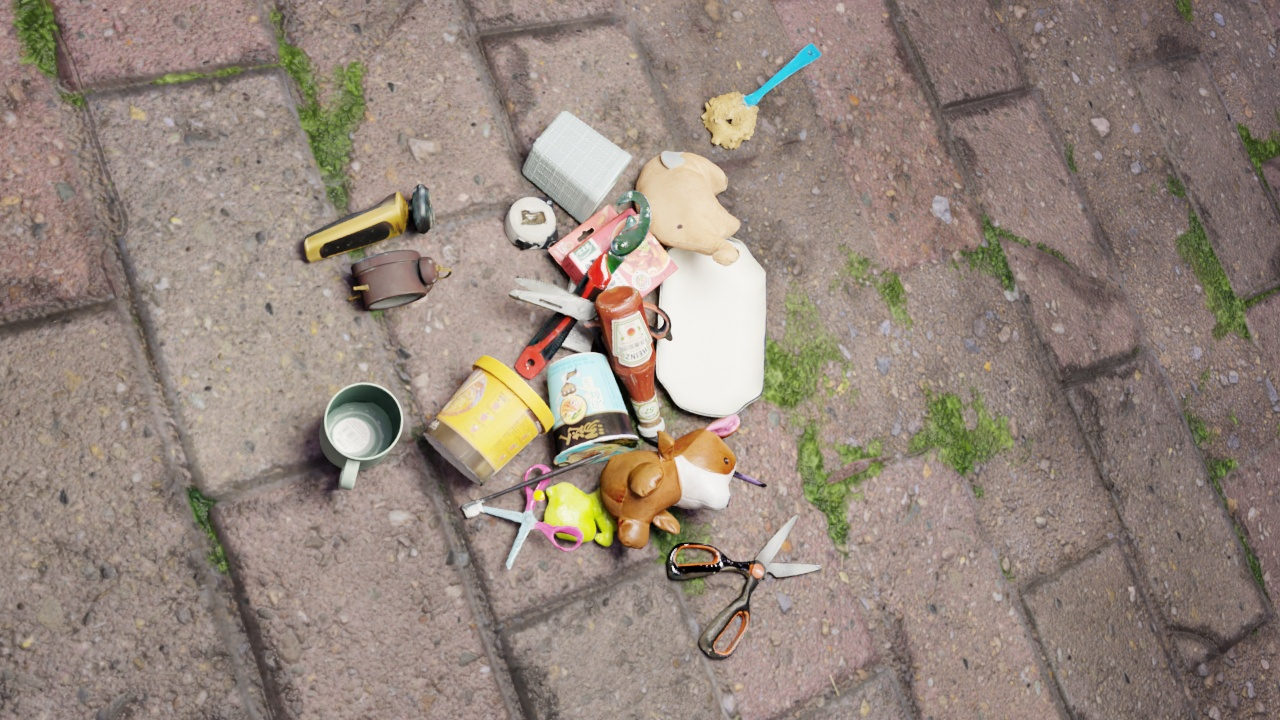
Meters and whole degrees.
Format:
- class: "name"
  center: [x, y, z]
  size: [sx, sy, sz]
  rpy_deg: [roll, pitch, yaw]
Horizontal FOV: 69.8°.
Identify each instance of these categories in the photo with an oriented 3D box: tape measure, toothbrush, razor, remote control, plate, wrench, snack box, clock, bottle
- class: "tape measure"
  center: [-0.144, -0.179, 1.202]
  size: [0.066, 0.034, 0.065]
  rpy_deg: [-8, 77, -24]
- class: "toothbrush"
  center: [-0.127, 0.147, 1.098]
  size: [0.181, 0.016, 0.018]
  rpy_deg: [-22, 76, -5]
- class: "razor"
  center: [-0.326, -0.160, 1.113]
  size: [0.167, 0.062, 0.067]
  rpy_deg: [-25, 56, -21]
- class: "remote control"
  center: [-0.076, -0.070, 1.205]
  size: [0.049, 0.024, 0.124]
  rpy_deg: [18, 70, -17]
- class: "toothbrush"
  center: [0.089, 0.133, 1.224]
  size: [0.189, 0.014, 0.016]
  rpy_deg: [23, 56, -15]
- class: "plate"
  center: [0.094, -0.049, 1.263]
  size: [0.162, 0.034, 0.265]
  rpy_deg: [9, 73, -18]
- class: "wrench"
  center: [-0.069, -0.091, 1.148]
  size: [0.056, 0.016, 0.273]
  rpy_deg: [34, 96, -2]
- class: "snack box"
  center: [-0.035, -0.132, 1.195]
  size: [0.113, 0.044, 0.127]
  rpy_deg: [-41, 94, -20]
- class: "clock"
  center: [-0.286, -0.098, 1.095]
  size: [0.121, 0.082, 0.055]
  rpy_deg: [-13, 85, -24]
- class: "bottle"
  center: [-0.007, 0.007, 1.145]
  size: [0.059, 0.060, 0.206]
  rpy_deg: [-32, 125, -26]

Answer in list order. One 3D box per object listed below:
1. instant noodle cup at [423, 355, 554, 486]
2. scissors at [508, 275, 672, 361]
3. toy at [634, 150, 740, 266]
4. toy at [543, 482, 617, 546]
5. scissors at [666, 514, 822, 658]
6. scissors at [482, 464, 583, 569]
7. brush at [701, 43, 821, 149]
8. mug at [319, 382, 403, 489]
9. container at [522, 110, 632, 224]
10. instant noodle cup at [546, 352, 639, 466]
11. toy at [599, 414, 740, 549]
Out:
- class: "instant noodle cup"
  center: [-0.181, 0.075, 1.077]
  size: [0.118, 0.119, 0.114]
  rpy_deg: [43, 72, -6]
- class: "scissors"
  center: [-0.064, -0.047, 1.143]
  size: [0.204, 0.015, 0.199]
  rpy_deg: [-17, 122, -8]
- class: "toy"
  center: [0.063, -0.194, 1.232]
  size: [0.143, 0.083, 0.225]
  rpy_deg: [-6, 50, -6]
- class: "toy"
  center: [-0.071, 0.191, 1.132]
  size: [0.100, 0.031, 0.096]
  rpy_deg: [-21, 81, -30]
- class: "scissors"
  center: [0.132, 0.281, 1.196]
  size: [0.227, 0.022, 0.220]
  rpy_deg: [28, 67, -12]
- class: "scissors"
  center: [-0.127, 0.189, 1.096]
  size: [0.134, 0.017, 0.133]
  rpy_deg: [18, 66, 8]
- class: "brush"
  center: [0.189, -0.409, 1.388]
  size: [0.254, 0.046, 0.083]
  rpy_deg: [-42, 90, -20]
- class: "mug"
  center: [-0.315, 0.090, 1.018]
  size: [0.082, 0.107, 0.111]
  rpy_deg: [15, 70, -19]
- class: "container"
  center: [-0.088, -0.258, 1.218]
  size: [0.111, 0.090, 0.090]
  rpy_deg: [37, 65, -5]
- class: "instant noodle cup"
  center: [-0.068, 0.058, 1.136]
  size: [0.111, 0.111, 0.120]
  rpy_deg: [-8, 71, -24]
- class: "toy"
  center: [0.050, 0.147, 1.136]
  size: [0.199, 0.140, 0.130]
  rpy_deg: [-18, 43, -43]
